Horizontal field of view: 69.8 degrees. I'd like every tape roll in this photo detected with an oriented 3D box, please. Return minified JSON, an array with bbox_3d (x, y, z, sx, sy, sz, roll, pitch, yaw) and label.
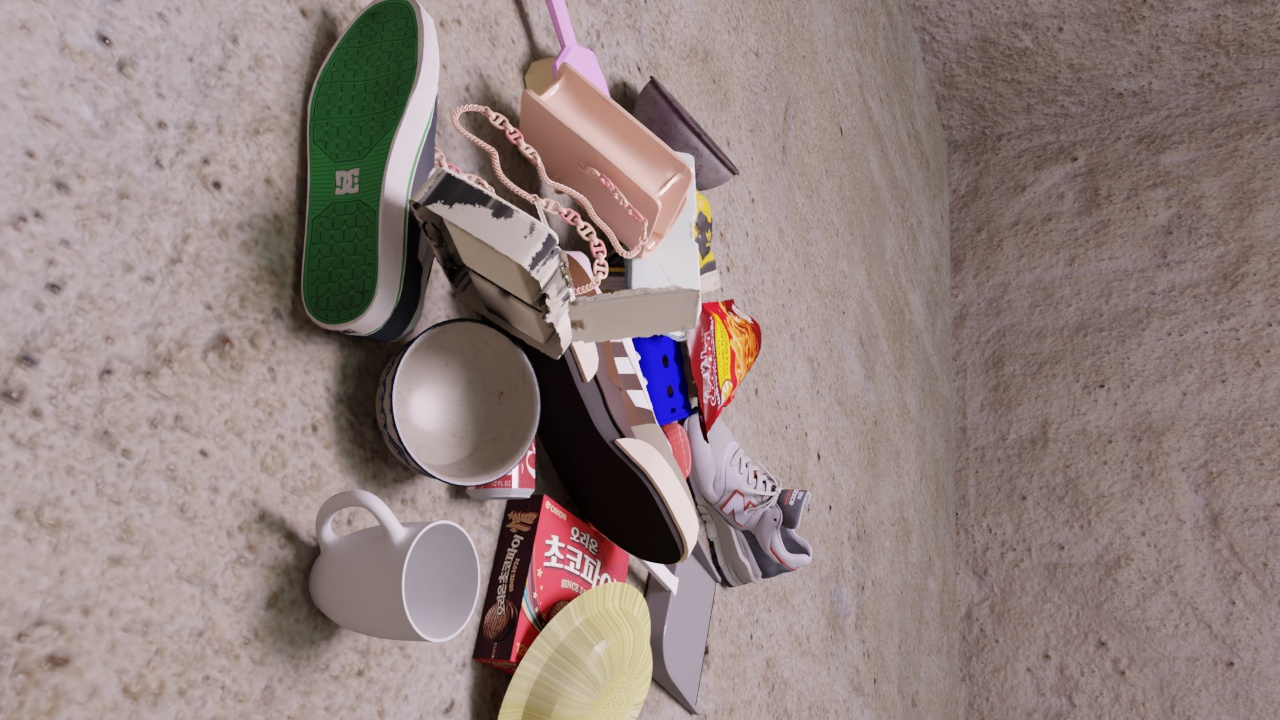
[{"bbox_3d":[0.048,-0.003,1.059,0.093,0.030,0.093,23,64,-59],"label":"tape roll"}]

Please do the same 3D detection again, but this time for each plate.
[{"bbox_3d":[-0.037,0.275,0.748,0.183,0.036,0.185,-26,126,-44],"label":"plate"}]

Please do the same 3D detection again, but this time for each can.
[{"bbox_3d":[-0.110,0.059,0.718,0.054,0.054,0.096,18,68,-60],"label":"can"}]

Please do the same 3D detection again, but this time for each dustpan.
[{"bbox_3d":[0.035,0.251,0.973,0.258,0.033,0.162,55,39,-43],"label":"dustpan"}]

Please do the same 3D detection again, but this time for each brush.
[{"bbox_3d":[-0.077,-0.282,0.870,0.089,0.043,0.229,-49,127,-55],"label":"brush"}]

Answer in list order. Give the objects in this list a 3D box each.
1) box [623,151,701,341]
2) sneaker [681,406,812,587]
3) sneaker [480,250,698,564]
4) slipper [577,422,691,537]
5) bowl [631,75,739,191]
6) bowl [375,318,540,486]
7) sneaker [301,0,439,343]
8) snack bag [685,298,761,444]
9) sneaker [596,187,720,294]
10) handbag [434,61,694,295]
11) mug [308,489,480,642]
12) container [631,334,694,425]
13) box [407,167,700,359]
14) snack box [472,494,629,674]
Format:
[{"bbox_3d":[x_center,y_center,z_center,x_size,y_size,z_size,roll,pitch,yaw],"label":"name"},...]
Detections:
[{"bbox_3d":[0.017,-0.117,0.870,0.086,0.073,0.198,25,50,-38],"label":"box"},{"bbox_3d":[0.137,0.160,1.090,0.088,0.124,0.240,-46,124,-56],"label":"sneaker"},{"bbox_3d":[-0.023,0.034,0.794,0.116,0.112,0.294,-40,105,-41],"label":"sneaker"},{"bbox_3d":[0.010,0.113,0.931,0.248,0.059,0.103,-11,94,-64],"label":"slipper"},{"bbox_3d":[0.038,-0.239,1.020,0.145,0.067,0.144,44,14,-15],"label":"bowl"},{"bbox_3d":[-0.135,0.031,0.650,0.115,0.059,0.115,6,80,-39],"label":"bowl"},{"bbox_3d":[-0.171,-0.127,0.623,0.079,0.084,0.235,30,63,-68],"label":"sneaker"},{"bbox_3d":[0.077,0.000,0.982,0.207,0.067,0.139,-22,109,-69],"label":"snack bag"},{"bbox_3d":[0.015,-0.123,0.961,0.238,0.086,0.122,-18,102,-64],"label":"sneaker"},{"bbox_3d":[-0.079,-0.138,0.768,0.199,0.117,0.186,42,64,6],"label":"handbag"},{"bbox_3d":[-0.163,0.122,0.561,0.107,0.090,0.071,67,31,-28],"label":"mug"},{"bbox_3d":[-0.005,0.005,0.899,0.085,0.085,0.113,-13,94,-62],"label":"container"},{"bbox_3d":[-0.044,-0.053,0.591,0.080,0.182,0.144,-55,167,-16],"label":"box"},{"bbox_3d":[-0.069,0.205,0.781,0.152,0.036,0.132,47,44,-49],"label":"snack box"}]
